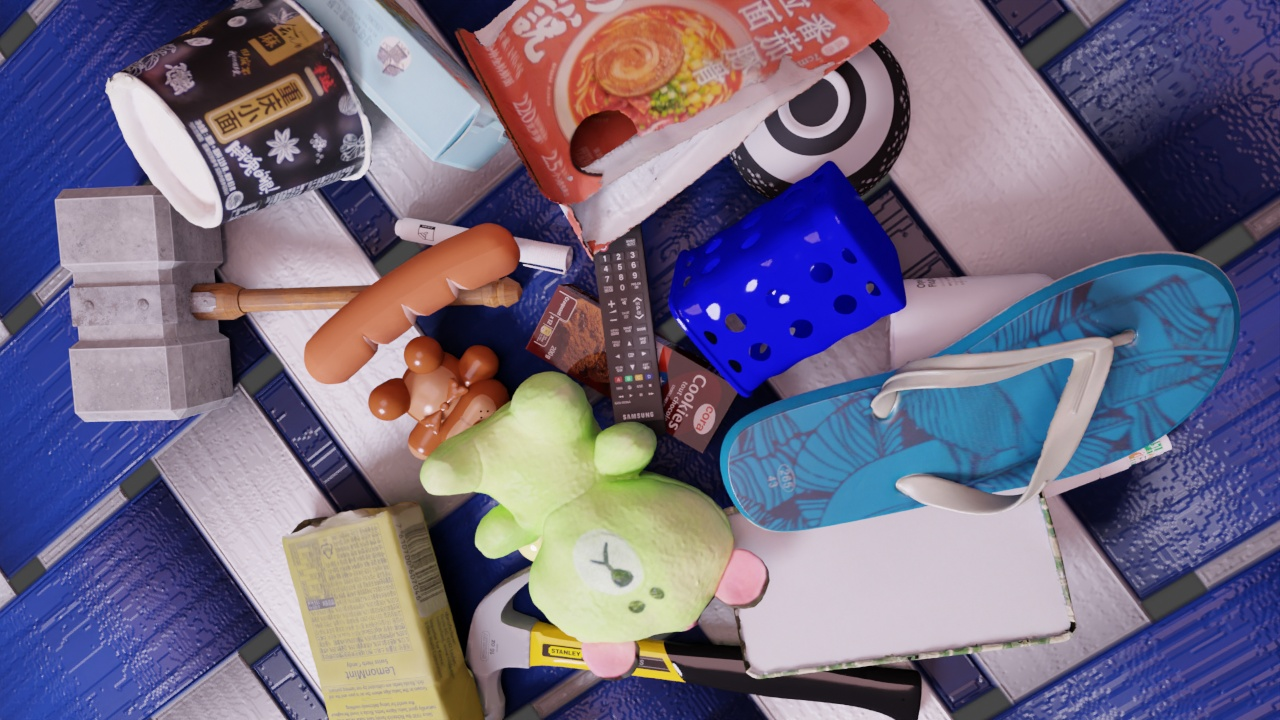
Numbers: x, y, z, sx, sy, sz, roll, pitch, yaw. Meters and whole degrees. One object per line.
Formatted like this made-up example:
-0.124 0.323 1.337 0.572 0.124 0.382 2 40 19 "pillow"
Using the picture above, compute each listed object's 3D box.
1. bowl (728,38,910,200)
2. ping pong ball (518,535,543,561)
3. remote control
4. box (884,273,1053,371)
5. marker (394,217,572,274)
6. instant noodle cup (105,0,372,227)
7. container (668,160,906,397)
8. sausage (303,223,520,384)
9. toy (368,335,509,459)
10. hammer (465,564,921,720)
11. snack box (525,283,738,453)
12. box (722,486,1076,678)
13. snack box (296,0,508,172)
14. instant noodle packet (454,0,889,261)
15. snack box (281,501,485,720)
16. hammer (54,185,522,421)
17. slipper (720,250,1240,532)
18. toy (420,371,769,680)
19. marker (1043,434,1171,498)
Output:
0.109 -0.157 0.575 0.120 0.066 0.120 1 96 12 "bowl"
-0.070 0.124 0.655 0.040 0.040 0.040 1 96 11 "ping pong ball"
-0.007 -0.021 0.605 0.033 0.015 0.147 -6 95 12 "remote control"
0.179 0.009 0.573 0.156 0.084 0.126 1 103 13 "box"
-0.113 -0.082 0.654 0.133 0.017 0.020 11 99 10 "marker"
-0.262 -0.156 0.598 0.137 0.112 0.137 29 142 25 "instant noodle cup"
0.090 -0.050 0.559 0.114 0.084 0.085 -31 115 27 "container"
-0.156 -0.040 0.616 0.164 0.039 0.044 -33 96 0 "sausage"
-0.120 0.041 0.647 0.127 0.065 0.095 36 96 1 "toy"
0.032 0.215 0.652 0.324 0.029 0.127 4 96 10 "hammer"
-0.004 0.004 0.633 0.141 0.031 0.051 30 101 7 "snack box"
0.157 0.133 0.587 0.206 0.051 0.117 -15 80 17 "box"
-0.168 -0.206 0.623 0.174 0.075 0.053 44 103 5 "snack box"
0.019 -0.190 0.568 0.221 0.084 0.164 -30 60 5 "instant noodle packet"
-0.191 0.196 0.677 0.121 0.045 0.181 -17 89 29 "snack box"
-0.243 -0.045 0.663 0.318 0.083 0.163 -2 96 4 "hammer"
0.187 0.036 0.510 0.295 0.060 0.118 -20 109 13 "slipper"
-0.032 0.100 0.594 0.150 0.107 0.197 -37 102 12 "toy"
0.266 0.079 0.593 0.146 0.017 0.017 -25 90 13 "marker"
